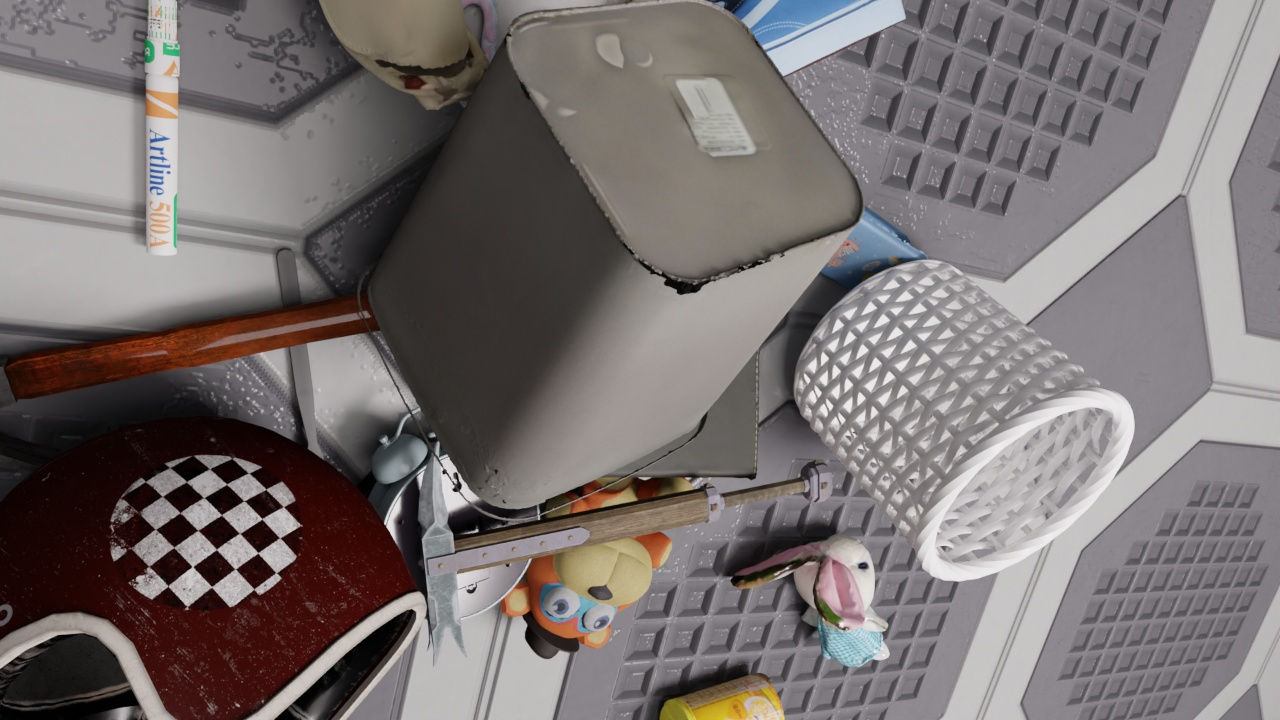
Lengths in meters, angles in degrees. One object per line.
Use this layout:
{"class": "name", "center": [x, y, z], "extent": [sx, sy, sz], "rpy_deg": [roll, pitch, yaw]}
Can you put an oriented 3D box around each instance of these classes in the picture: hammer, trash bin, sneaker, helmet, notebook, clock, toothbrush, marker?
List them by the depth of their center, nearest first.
{"class": "trash bin", "center": [-0.020, -0.057, 0.505], "extent": [0.197, 0.197, 0.221], "rpy_deg": [-22, 163, -35]}
{"class": "helmet", "center": [-0.244, 0.162, 0.510], "extent": [0.233, 0.253, 0.234], "rpy_deg": [-43, 168, -36]}
{"class": "marker", "center": [-0.269, -0.132, 0.516], "extent": [0.017, 0.017, 0.146], "rpy_deg": [0, 109, -29]}
{"class": "hammer", "center": [-0.261, -0.010, 0.553], "extent": [0.300, 0.028, 0.111], "rpy_deg": [-13, 116, -20]}
{"class": "toothbrush", "center": [-0.222, 0.009, 0.601], "extent": [0.012, 0.013, 0.167], "rpy_deg": [-10, 112, -25]}
{"class": "sneaker", "center": [0.069, -0.236, 0.633], "extent": [0.240, 0.083, 0.098], "rpy_deg": [-29, 102, -18]}
{"class": "clock", "center": [-0.135, 0.106, 0.646], "extent": [0.122, 0.045, 0.159], "rpy_deg": [-15, 106, -36]}
{"class": "hammer", "center": [0.001, 0.108, 0.655], "extent": [0.316, 0.028, 0.147], "rpy_deg": [-8, 103, -21]}
{"class": "notebook", "center": [-0.004, 0.004, 0.673], "extent": [0.208, 0.029, 0.169], "rpy_deg": [4, 86, -28]}

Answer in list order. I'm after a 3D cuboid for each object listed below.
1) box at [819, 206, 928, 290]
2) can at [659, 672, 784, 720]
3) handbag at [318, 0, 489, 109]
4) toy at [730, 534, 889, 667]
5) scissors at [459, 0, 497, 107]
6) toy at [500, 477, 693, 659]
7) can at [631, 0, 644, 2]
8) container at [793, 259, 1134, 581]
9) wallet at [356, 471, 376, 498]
{"class": "box", "center": [0.151, -0.103, 0.731], "extent": [0.210, 0.064, 0.069], "rpy_deg": [24, 99, -33]}
{"class": "can", "center": [0.077, 0.340, 0.861], "extent": [0.105, 0.068, 0.068], "rpy_deg": [-7, 112, -26]}
{"class": "handbag", "center": [-0.150, -0.256, 0.446], "extent": [0.131, 0.184, 0.229], "rpy_deg": [-18, 133, -19]}
{"class": "toy", "center": [0.195, 0.224, 0.868], "extent": [0.205, 0.131, 0.105], "rpy_deg": [46, 68, -40]}
{"class": "scissors", "center": [-0.111, -0.151, 0.600], "extent": [0.108, 0.016, 0.179], "rpy_deg": [20, 102, -34]}
{"class": "toy", "center": [-0.037, 0.150, 0.715], "extent": [0.112, 0.096, 0.176], "rpy_deg": [26, 105, -24]}
{"class": "can", "center": [0.013, -0.239, 0.619], "extent": [0.032, 0.032, 0.095], "rpy_deg": [39, 88, -34]}
{"class": "container", "center": [0.250, 0.044, 0.739], "extent": [0.189, 0.186, 0.190], "rpy_deg": [-16, 133, -18]}
{"class": "wallet", "center": [-0.168, 0.136, 0.675], "extent": [0.072, 0.019, 0.123], "rpy_deg": [-49, 124, -9]}
